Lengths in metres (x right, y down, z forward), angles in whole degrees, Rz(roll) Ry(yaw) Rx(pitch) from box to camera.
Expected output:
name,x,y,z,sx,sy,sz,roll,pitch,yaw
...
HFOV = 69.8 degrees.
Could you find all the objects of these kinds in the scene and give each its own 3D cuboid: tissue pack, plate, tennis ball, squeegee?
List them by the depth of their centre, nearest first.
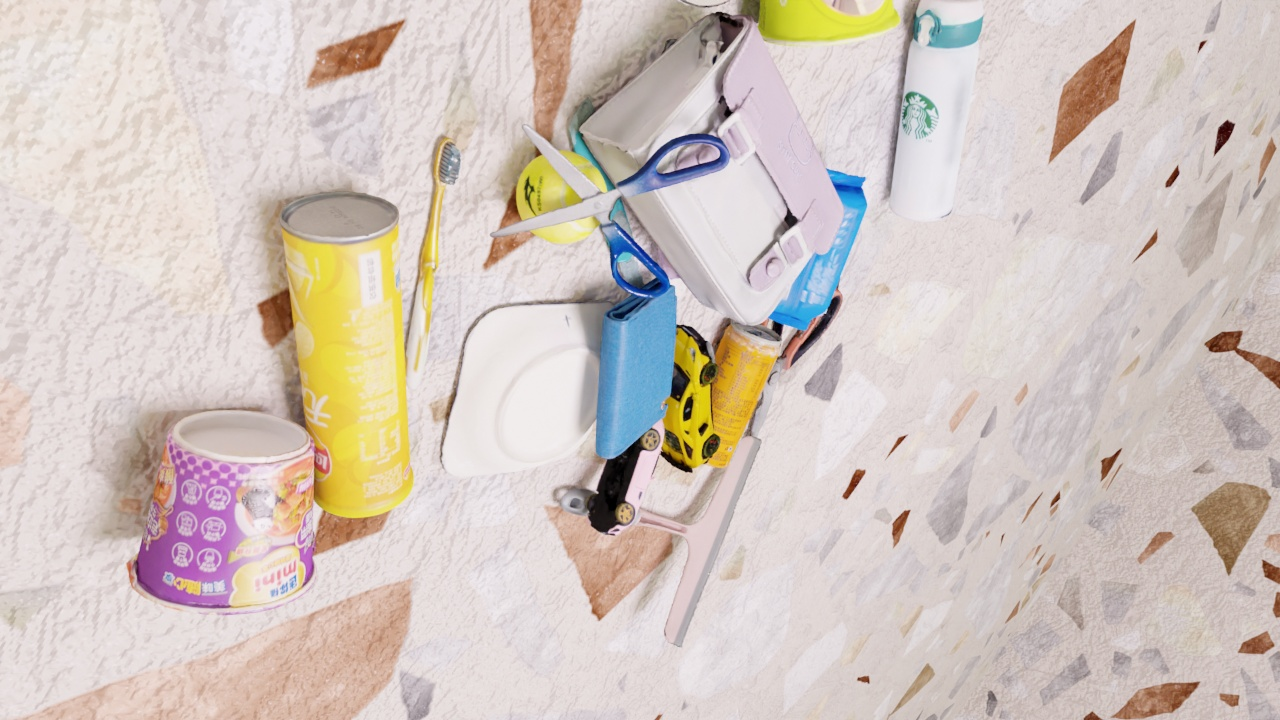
name,x,y,z,sx,sy,sz,roll,pitch,yaw
tennis ball,-0.056,-0.116,0.654,0.065,0.065,0.066,-26,134,-31
plate,-0.081,0.030,0.766,0.164,0.034,0.164,-7,124,-43
tissue pack,0.145,-0.108,0.862,0.095,0.052,0.157,11,111,-18
squeegee,0.000,0.162,0.945,0.249,0.040,0.247,25,87,-45

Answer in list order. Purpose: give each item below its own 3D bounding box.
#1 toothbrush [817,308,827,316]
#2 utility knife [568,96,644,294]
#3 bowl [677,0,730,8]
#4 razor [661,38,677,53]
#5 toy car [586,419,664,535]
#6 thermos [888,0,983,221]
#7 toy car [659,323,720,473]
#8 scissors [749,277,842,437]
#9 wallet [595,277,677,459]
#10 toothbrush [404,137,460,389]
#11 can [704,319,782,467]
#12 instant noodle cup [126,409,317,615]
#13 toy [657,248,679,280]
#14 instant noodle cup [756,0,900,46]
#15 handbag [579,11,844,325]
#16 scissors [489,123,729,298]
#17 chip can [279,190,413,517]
name,x,y,z,sx,sy,sz,roll,pitch,yaw
toothbrush,0.168,-0.124,0.906,0.029,0.021,0.189,-37,133,-29
utility knife,-0.019,-0.111,0.739,0.029,0.013,0.223,-40,140,-18
bowl,0.032,-0.301,0.606,0.116,0.066,0.117,-26,135,-30
razor,0.018,-0.179,0.720,0.042,0.022,0.143,-16,124,-31
toy car,-0.011,0.104,0.856,0.037,0.056,0.122,27,78,-35
thermos,0.291,-0.251,0.912,0.073,0.073,0.225,-30,136,-27
toy car,0.037,0.035,0.862,0.041,0.071,0.156,-30,134,-33
scissors,0.150,-0.002,0.996,0.188,0.015,0.227,-31,138,-26
wallet,-0.005,0.005,0.783,0.106,0.040,0.133,-40,142,-53
toothbrush,-0.146,-0.061,0.641,0.016,0.018,0.192,-8,124,-40
can,0.090,0.034,0.925,0.058,0.058,0.146,1,117,-46
instant noodle cup,-0.255,0.090,0.578,0.111,0.112,0.099,-1,111,-45
toy,0.056,-0.100,0.803,0.107,0.039,0.084,-10,120,-41
instant noodle cup,0.138,-0.311,0.683,0.111,0.112,0.123,-29,128,-29
handbag,0.069,-0.142,0.703,0.144,0.098,0.197,-51,133,-11
scissors,-0.016,-0.106,0.621,0.163,0.012,0.173,-32,131,16
chip can,-0.189,0.002,0.601,0.071,0.072,0.214,-20,131,-35
